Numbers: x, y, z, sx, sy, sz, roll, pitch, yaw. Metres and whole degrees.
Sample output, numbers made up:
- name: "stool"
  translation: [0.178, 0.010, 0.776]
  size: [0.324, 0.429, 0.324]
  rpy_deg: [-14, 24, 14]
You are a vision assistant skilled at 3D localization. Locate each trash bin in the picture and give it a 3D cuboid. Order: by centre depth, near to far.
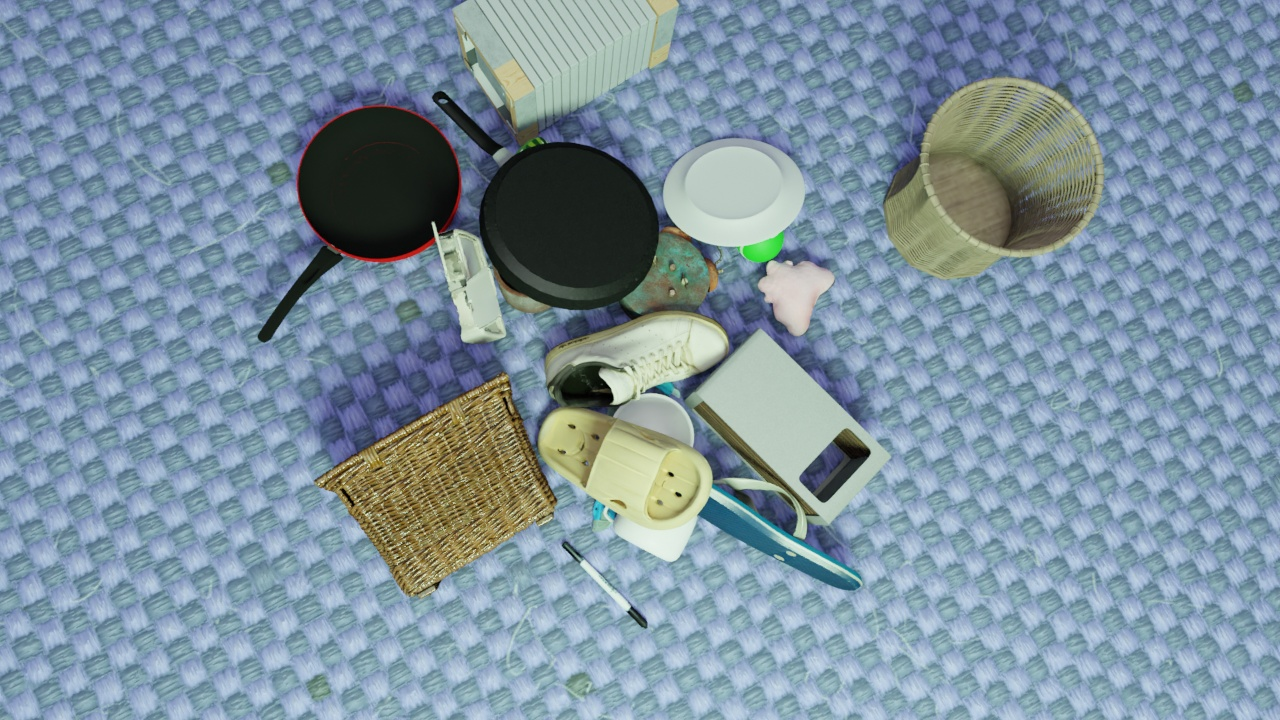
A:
- name: "trash bin"
  translation: [0.182, 0.087, 1.170]
  size: [0.229, 0.114, 0.114]
  rpy_deg: [45, 81, 3]
- name: "trash bin"
  translation: [-0.098, -0.430, 1.215]
  size: [0.246, 0.142, 0.142]
  rpy_deg: [-33, 85, -8]

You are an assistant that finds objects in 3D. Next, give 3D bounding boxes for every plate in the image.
- name: "plate"
  translation: [0.125, -0.233, 1.227]
  size: [0.188, 0.016, 0.188]
  rpy_deg: [-3, 59, 5]

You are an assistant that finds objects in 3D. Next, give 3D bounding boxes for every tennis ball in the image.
- name: "tennis ball"
  translation: [0.160, -0.165, 1.232]
  size: [0.065, 0.065, 0.065]
  rpy_deg: [1, 81, -4]

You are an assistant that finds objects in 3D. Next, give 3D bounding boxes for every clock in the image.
- name: "clock"
  translation: [0.040, -0.116, 1.213]
  size: [0.157, 0.073, 0.121]
  rpy_deg: [-40, 86, -10]

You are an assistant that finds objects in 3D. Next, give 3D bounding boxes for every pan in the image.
- name: "pan"
  translation: [-0.131, -0.217, 1.139]
  size: [0.356, 0.034, 0.224]
  rpy_deg: [45, 65, 4]
- name: "pan"
  translation: [-0.379, -0.169, 1.193]
  size: [0.209, 0.067, 0.355]
  rpy_deg: [32, 81, 1]

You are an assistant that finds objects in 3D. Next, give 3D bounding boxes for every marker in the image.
- name: "marker"
  translation: [-0.045, 0.288, 1.176]
  size: [0.152, 0.011, 0.011]
  rpy_deg: [44, 81, 4]

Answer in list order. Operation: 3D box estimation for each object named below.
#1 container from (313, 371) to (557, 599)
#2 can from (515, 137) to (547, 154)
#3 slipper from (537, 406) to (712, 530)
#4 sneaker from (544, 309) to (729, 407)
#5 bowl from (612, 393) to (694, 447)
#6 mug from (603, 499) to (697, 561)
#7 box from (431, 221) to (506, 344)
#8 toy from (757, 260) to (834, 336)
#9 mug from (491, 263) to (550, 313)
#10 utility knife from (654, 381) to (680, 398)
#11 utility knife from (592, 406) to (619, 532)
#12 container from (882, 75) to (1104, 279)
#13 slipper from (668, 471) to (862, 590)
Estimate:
- name: "container"
  translation: [-0.229, 0.155, 1.113]
  size: [0.249, 0.162, 0.183]
  rpy_deg: [-30, 90, -8]
- name: "can"
  translation: [-0.104, -0.220, 1.213]
  size: [0.144, 0.083, 0.083]
  rpy_deg: [40, 80, 2]
- name: "slipper"
  translation: [-0.039, 0.123, 1.108]
  size: [0.262, 0.079, 0.111]
  rpy_deg: [21, 90, 36]
- name: "sneaker"
  translation: [-0.007, 0.007, 1.151]
  size: [0.242, 0.102, 0.089]
  rpy_deg: [-13, 118, 6]
- name: "bowl"
  translation: [0.012, 0.100, 1.193]
  size: [0.110, 0.040, 0.110]
  rpy_deg: [1, 81, -6]
- name: "mug"
  translation: [0.008, 0.200, 1.155]
  size: [0.116, 0.094, 0.068]
  rpy_deg: [24, 81, 23]
- name: "box"
  translation: [-0.210, -0.096, 1.135]
  size: [0.065, 0.186, 0.145]
  rpy_deg: [-16, 89, -10]
- name: "toy"
  translation: [0.203, -0.093, 1.232]
  size: [0.093, 0.050, 0.102]
  rpy_deg: [27, 84, -3]
- name: "mug"
  translation: [-0.155, -0.123, 1.184]
  size: [0.123, 0.110, 0.096]
  rpy_deg: [40, 75, 3]
- name: "utility knife"
  translation: [0.005, 0.015, 1.220]
  size: [0.117, 0.015, 0.022]
  rpy_deg: [38, 87, 0]
- name: "utility knife"
  translation: [-0.041, 0.126, 1.200]
  size: [0.031, 0.015, 0.195]
  rpy_deg: [5, 80, -9]
- name: "container"
  translation: [0.441, -0.220, 1.194]
  size: [0.227, 0.196, 0.226]
  rpy_deg: [1, 81, -4]
- name: "slipper"
  translation: [0.155, 0.199, 1.158]
  size: [0.295, 0.118, 0.060]
  rpy_deg: [31, 66, -4]
